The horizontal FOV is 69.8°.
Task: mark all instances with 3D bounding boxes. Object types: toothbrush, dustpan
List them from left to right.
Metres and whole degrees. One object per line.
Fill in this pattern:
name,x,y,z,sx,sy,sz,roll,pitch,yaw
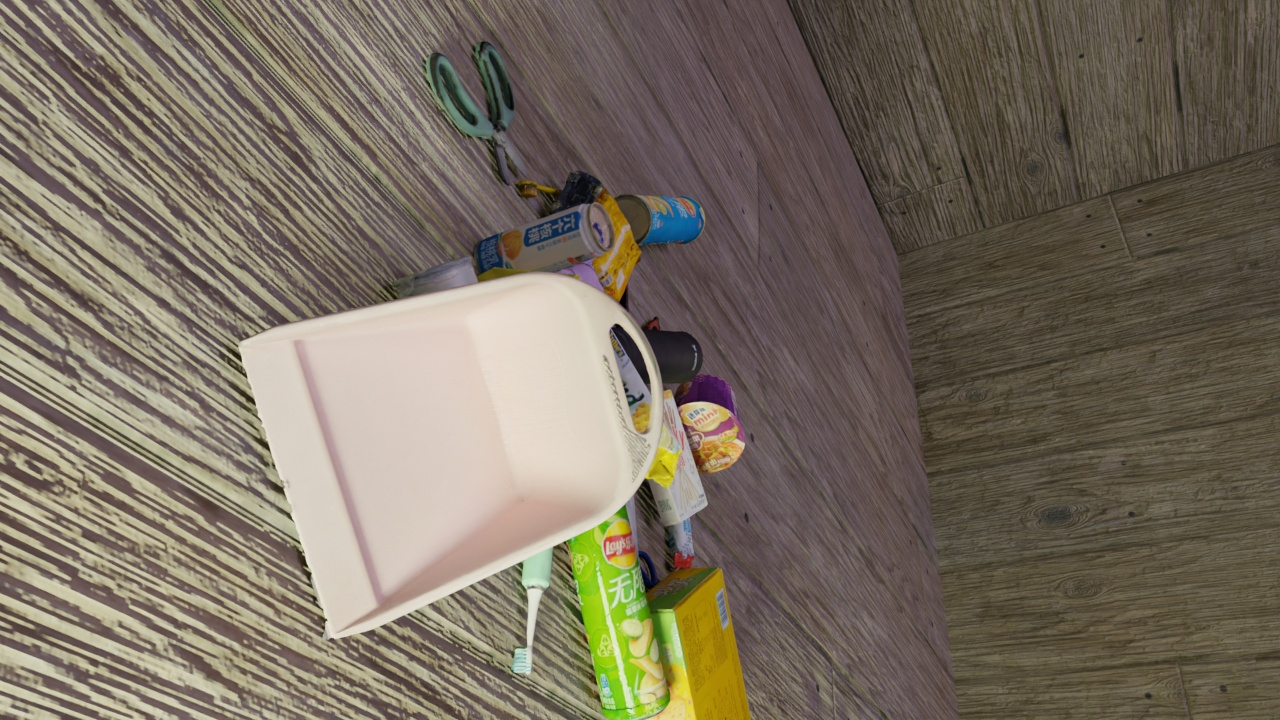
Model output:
dustpan,-0.116,0.046,0.671,0.272,0.139,0.222,-28,105,-49
toothbrush,-0.096,0.181,0.864,0.026,0.027,0.224,97,-4,-57
toothbrush,-0.093,-0.195,1.102,0.189,0.016,0.016,-6,87,-66

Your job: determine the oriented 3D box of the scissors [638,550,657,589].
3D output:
scissors,-0.022,0.214,1.020,0.162,0.012,0.172,41,40,-50

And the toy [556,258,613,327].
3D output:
toy,-0.061,-0.071,1.059,0.083,0.039,0.108,-46,124,-36

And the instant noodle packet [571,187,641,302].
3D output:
instant noodle packet,-0.047,-0.135,1.126,0.111,0.044,0.128,61,33,-29

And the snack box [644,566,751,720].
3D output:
snack box,0.055,0.354,1.020,0.157,0.070,0.210,-14,93,-66

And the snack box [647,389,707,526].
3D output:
snack box,0.032,0.117,1.129,0.084,0.027,0.156,-14,86,-61

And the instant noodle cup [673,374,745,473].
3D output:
instant noodle cup,0.083,0.077,1.224,0.099,0.112,0.111,-80,147,-59

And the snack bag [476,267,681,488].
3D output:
snack bag,-0.071,0.018,0.875,0.068,0.158,0.246,-45,122,-24

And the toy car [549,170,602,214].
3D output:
toy car,-0.077,-0.184,1.072,0.043,0.034,0.090,26,54,-7

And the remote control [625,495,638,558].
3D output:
remote control,-0.027,0.159,1.012,0.056,0.020,0.135,35,42,-50

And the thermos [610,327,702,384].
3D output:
thermos,-0.006,0.006,1.087,0.242,0.068,0.090,-1,102,-62

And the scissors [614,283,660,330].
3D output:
scissors,-0.008,-0.011,1.176,0.189,0.015,0.225,67,25,-18

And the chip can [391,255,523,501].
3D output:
chip can,-0.144,0.021,0.800,0.071,0.071,0.215,-38,111,-64

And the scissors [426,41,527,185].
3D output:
scissors,-0.166,-0.283,0.993,0.170,0.019,0.180,50,34,-41

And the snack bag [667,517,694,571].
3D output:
snack bag,0.048,0.215,1.152,0.048,0.026,0.104,32,47,-59

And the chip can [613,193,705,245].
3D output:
chip can,0.023,-0.195,1.281,0.209,0.071,0.071,-21,95,-66

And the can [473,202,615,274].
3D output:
can,-0.095,-0.113,0.905,0.053,0.135,0.053,43,39,-50

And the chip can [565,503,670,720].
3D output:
chip can,-0.026,0.247,0.920,0.072,0.073,0.221,-4,80,-65
